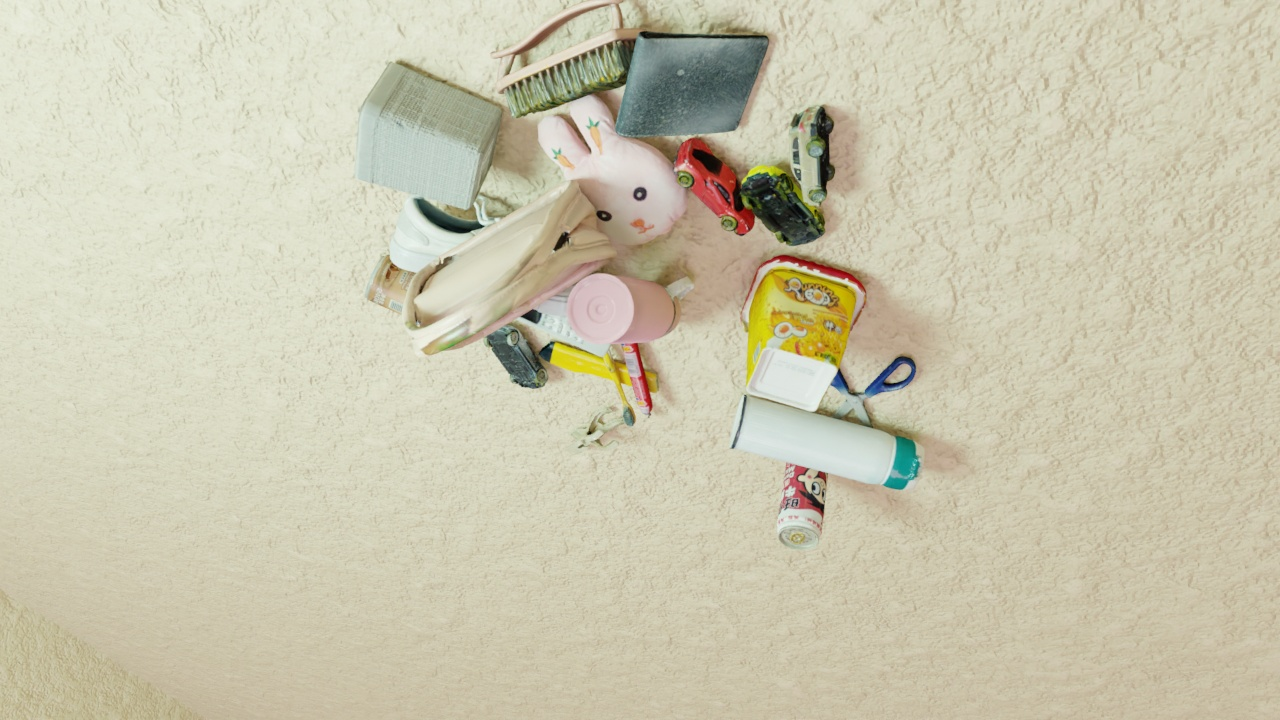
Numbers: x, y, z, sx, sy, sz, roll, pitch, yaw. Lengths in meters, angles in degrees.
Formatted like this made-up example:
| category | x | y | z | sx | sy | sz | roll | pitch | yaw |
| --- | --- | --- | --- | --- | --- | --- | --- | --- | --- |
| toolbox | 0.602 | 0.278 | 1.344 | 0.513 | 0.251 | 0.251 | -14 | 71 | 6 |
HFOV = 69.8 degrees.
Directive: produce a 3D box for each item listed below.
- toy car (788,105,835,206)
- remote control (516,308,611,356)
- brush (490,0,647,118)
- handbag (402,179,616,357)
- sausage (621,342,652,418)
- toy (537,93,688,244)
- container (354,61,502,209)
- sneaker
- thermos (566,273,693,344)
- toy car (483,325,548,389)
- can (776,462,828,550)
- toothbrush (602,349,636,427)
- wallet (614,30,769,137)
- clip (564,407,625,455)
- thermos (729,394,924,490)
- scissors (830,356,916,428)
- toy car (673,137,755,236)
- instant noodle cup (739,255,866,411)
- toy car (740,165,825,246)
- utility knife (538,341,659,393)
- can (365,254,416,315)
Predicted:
| category | x | y | z | sx | sy | sz | roll | pitch | yaw |
| --- | --- | --- | --- | --- | --- | --- | --- | --- | --- |
| toy car | 0.154 | -0.181 | 0.823 | 0.035 | 0.042 | 0.090 | 8 | 138 | 25 |
| remote control | -0.098 | -0.055 | 1.046 | 0.150 | 0.021 | 0.058 | 23 | 129 | 2 |
| brush | -0.067 | -0.262 | 0.798 | 0.146 | 0.063 | 0.073 | -10 | 103 | 31 |
| handbag | -0.127 | -0.066 | 0.810 | 0.193 | 0.233 | 0.093 | -29 | 103 | 13 |
| sausage | -0.006 | 0.006 | 1.085 | 0.020 | 0.020 | 0.156 | 0 | 126 | 19 |
| toy | -0.029 | -0.179 | 0.881 | 0.122 | 0.054 | 0.159 | -26 | 117 | 41 |
| container | -0.200 | -0.210 | 0.875 | 0.114 | 0.090 | 0.090 | 18 | 140 | -6 |
| sneaker | -0.137 | -0.118 | 0.966 | 0.242 | 0.089 | 0.091 | 16 | 117 | -9 |
| thermos | -0.001 | -0.056 | 0.917 | 0.087 | 0.198 | 0.067 | -37 | 81 | 16 |
| toy car | -0.151 | -0.007 | 1.123 | 0.049 | 0.031 | 0.105 | -4 | 133 | 35 |
| can | 0.199 | 0.162 | 1.118 | 0.053 | 0.132 | 0.053 | 10 | 139 | 8 |
| toothbrush | -0.038 | 0.005 | 1.091 | 0.016 | 0.018 | 0.191 | -10 | 124 | 16 |
| wallet | 0.043 | -0.233 | 0.779 | 0.120 | 0.019 | 0.097 | -8 | 146 | -22 |
| clip | -0.056 | 0.087 | 1.211 | 0.035 | 0.084 | 0.105 | 35 | 161 | -22 |
| thermos | 0.221 | 0.100 | 1.083 | 0.224 | 0.073 | 0.073 | 14 | 139 | 2 |
| scissors | 0.249 | 0.037 | 1.055 | 0.162 | 0.012 | 0.176 | 35 | 137 | -22 |
| toy car | 0.074 | -0.163 | 0.864 | 0.031 | 0.049 | 0.106 | -25 | 123 | 39 |
| instant noodle cup | 0.159 | -0.025 | 0.931 | 0.116 | 0.123 | 0.116 | 16 | 139 | 1 |
| toy car | 0.136 | -0.148 | 0.873 | 0.048 | 0.032 | 0.105 | -19 | 139 | 34 |
| utility knife | -0.049 | 0.009 | 1.119 | 0.154 | 0.015 | 0.033 | 18 | 130 | -1 |
| can | -0.255 | -0.074 | 1.065 | 0.116 | 0.058 | 0.059 | 24 | 139 | -9 |
